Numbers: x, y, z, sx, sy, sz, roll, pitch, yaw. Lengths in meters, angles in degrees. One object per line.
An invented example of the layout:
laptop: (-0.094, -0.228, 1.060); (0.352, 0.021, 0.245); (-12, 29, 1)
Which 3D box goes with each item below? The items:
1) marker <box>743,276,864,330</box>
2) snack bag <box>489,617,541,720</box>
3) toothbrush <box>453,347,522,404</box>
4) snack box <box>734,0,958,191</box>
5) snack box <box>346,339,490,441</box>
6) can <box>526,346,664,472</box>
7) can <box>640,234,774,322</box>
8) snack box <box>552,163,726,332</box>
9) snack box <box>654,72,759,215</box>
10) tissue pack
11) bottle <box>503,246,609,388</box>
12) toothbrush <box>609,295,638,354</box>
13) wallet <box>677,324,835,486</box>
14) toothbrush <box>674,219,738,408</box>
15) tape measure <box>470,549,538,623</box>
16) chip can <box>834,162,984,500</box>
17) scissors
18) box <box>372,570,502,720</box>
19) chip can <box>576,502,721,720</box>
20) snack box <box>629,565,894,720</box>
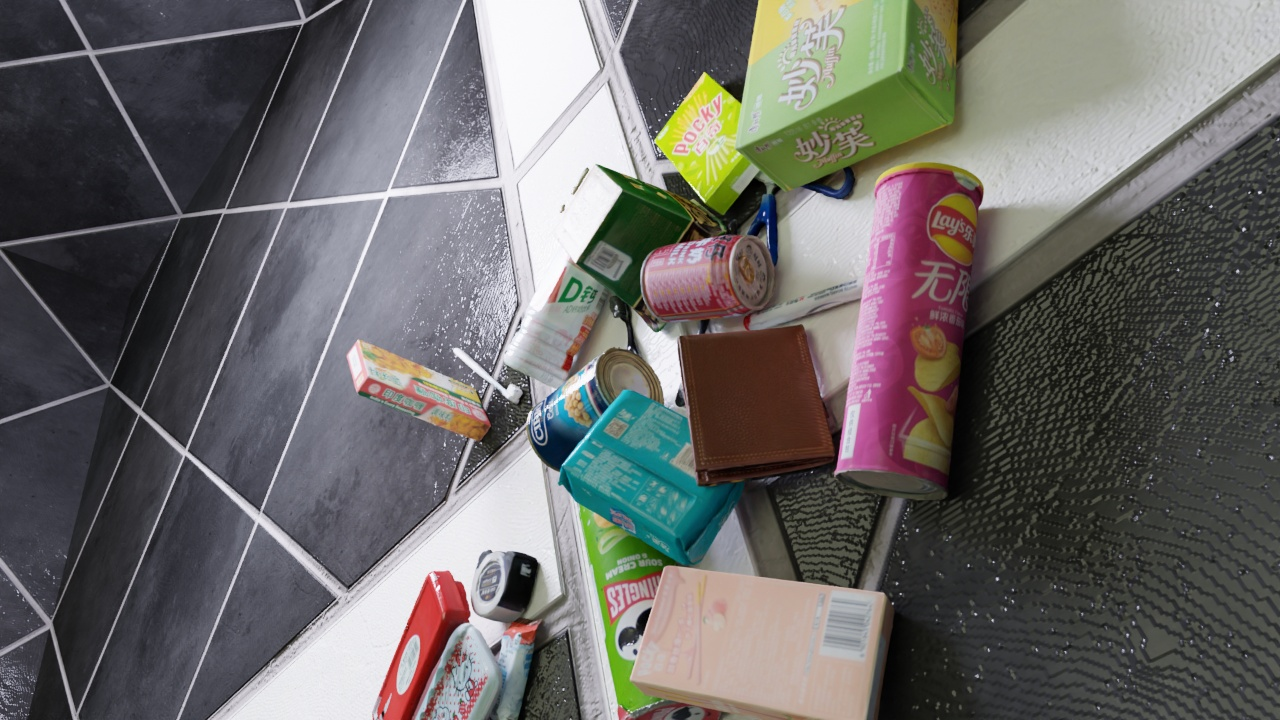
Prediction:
marker: (0.138, -0.046, 0.704); (0.146, 0.017, 0.017); (-18, 57, 45)
snack bag: (-0.115, 0.281, 0.820); (0.048, 0.026, 0.104); (-15, 59, 54)
toothbrush: (-0.179, 0.012, 1.060); (0.016, 0.016, 0.180); (-57, 37, -2)
snack box: (0.167, -0.258, 0.733); (0.158, 0.070, 0.209); (-16, 53, 45)
snack box: (-0.242, 0.034, 1.007); (0.027, 0.155, 0.077); (-52, 38, 14)
can: (-0.040, 0.045, 0.812); (0.111, 0.075, 0.075); (-37, 45, 40)
can: (0.056, -0.067, 0.757); (0.094, 0.066, 0.066); (-4, 67, 41)
snack box: (-0.011, -0.112, 0.841); (0.118, 0.105, 0.117); (-57, 33, 14)
snack box: (0.068, -0.207, 0.862); (0.086, 0.026, 0.156); (-50, 35, 18)
tissue pack: (0.009, 0.086, 0.700); (0.133, 0.050, 0.093); (27, 63, 27)
bottle: (-0.068, -0.072, 0.931); (0.068, 0.068, 0.197); (21, 85, 53)
toothbrush: (-0.005, 0.005, 0.852); (0.014, 0.016, 0.188); (-46, 42, 32)
wallet: (0.083, 0.029, 0.677); (0.101, 0.032, 0.124); (-7, 56, 0)
toothbrush: (0.061, -0.042, 0.799); (0.016, 0.018, 0.180); (-4, 65, 51)
tape measure: (-0.132, 0.215, 0.874); (0.066, 0.033, 0.066); (-11, 60, 50)
chip can: (0.176, -0.019, 0.598); (0.072, 0.071, 0.210); (-7, 66, 49)
scissors: (0.119, -0.149, 0.790); (0.163, 0.012, 0.174); (1, 70, 52)
box: (-0.198, 0.320, 0.868); (0.158, 0.039, 0.201); (50, 121, 51)
chip can: (-0.004, 0.169, 0.711); (0.072, 0.072, 0.235); (-44, 41, 26)
snack box: (0.076, 0.183, 0.587); (0.157, 0.026, 0.084); (0, 54, 31)
